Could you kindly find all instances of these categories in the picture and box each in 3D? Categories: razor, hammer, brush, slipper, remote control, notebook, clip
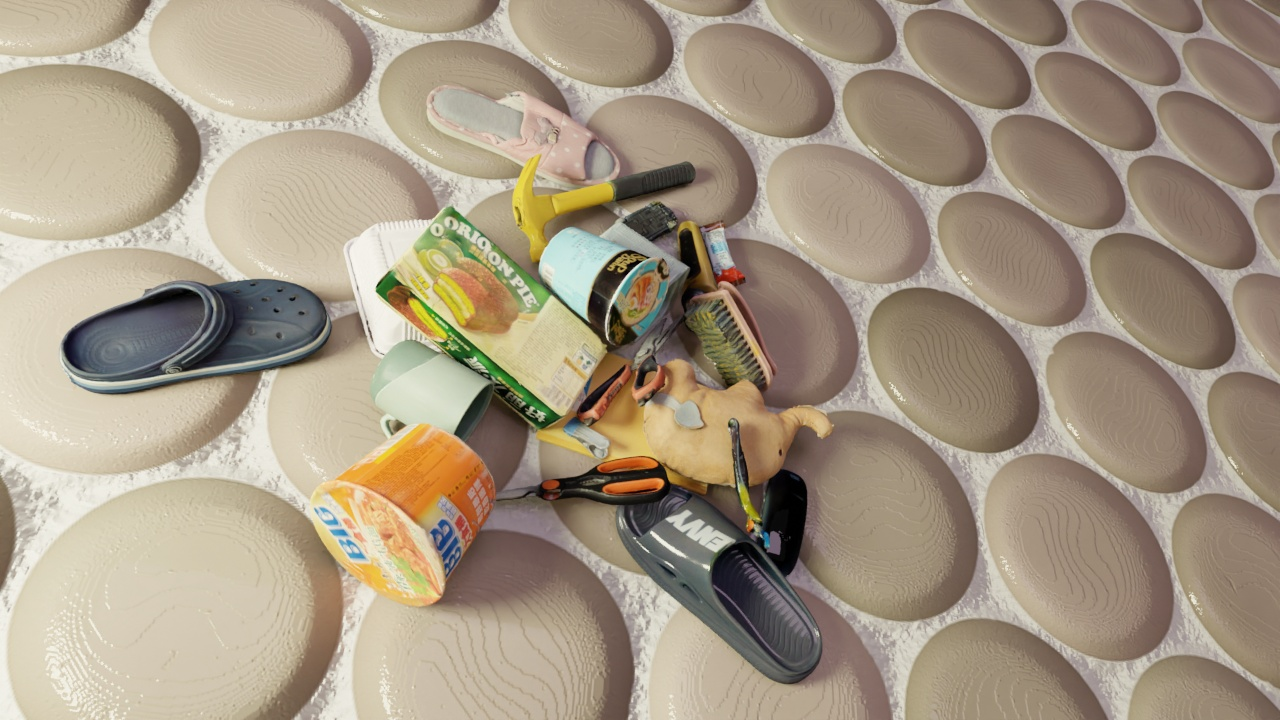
[{"bbox_3d":[0.112,0.132,0.983,0.022,0.043,0.142,-13,82,0],"label":"razor"},{"bbox_3d":[0.072,-0.115,1.194,0.067,0.062,0.167,31,40,-41],"label":"razor"},{"bbox_3d":[-0.042,-0.225,1.219,0.299,0.033,0.129,-22,99,-37],"label":"hammer"},{"bbox_3d":[0.119,-0.022,1.119,0.072,0.063,0.145,-45,111,-33],"label":"brush"},{"bbox_3d":[0.095,0.218,0.963,0.268,0.084,0.110,43,52,10],"label":"slipper"},{"bbox_3d":[-0.153,-0.310,1.239,0.274,0.055,0.114,21,53,-8],"label":"slipper"},{"bbox_3d":[0.165,0.181,1.049,0.053,0.024,0.136,22,53,-7],"label":"remote control"},{"bbox_3d":[-0.447,-0.040,0.927,0.252,0.095,0.105,-15,67,-24],"label":"slipper"},{"bbox_3d":[-0.007,0.063,1.072,0.206,0.010,0.145,19,54,-8],"label":"notebook"},{"bbox_3d":[-0.059,0.087,1.024,0.057,0.028,0.024,34,52,13],"label":"clip"}]

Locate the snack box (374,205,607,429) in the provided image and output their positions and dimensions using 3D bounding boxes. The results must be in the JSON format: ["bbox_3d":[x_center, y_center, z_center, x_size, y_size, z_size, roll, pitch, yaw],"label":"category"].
[{"bbox_3d":[-0.157,-0.044,0.996,0.240,0.063,0.114,41,52,-15],"label":"snack box"}]

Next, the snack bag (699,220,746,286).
[{"bbox_3d":[0.106,-0.142,1.240,0.048,0.026,0.104,-17,62,-3],"label":"snack bag"}]

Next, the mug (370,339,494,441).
[{"bbox_3d":[-0.228,0.045,0.963,0.106,0.082,0.111,29,87,5],"label":"mug"}]

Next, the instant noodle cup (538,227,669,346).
[{"bbox_3d":[-0.046,-0.092,1.035,0.120,0.111,0.111,32,50,25],"label":"instant noodle cup"}]

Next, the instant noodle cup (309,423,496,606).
[{"bbox_3d":[-0.215,0.139,0.866,0.151,0.152,0.111,34,44,4],"label":"instant noodle cup"}]

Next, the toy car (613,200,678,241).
[{"bbox_3d":[0.005,-0.177,1.223,0.105,0.031,0.049,-33,74,-36],"label":"toy car"}]

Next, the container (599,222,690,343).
[{"bbox_3d":[-0.015,-0.100,1.131,0.111,0.090,0.089,39,53,11],"label":"container"}]

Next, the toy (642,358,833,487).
[{"bbox_3d":[0.110,0.081,1.048,0.226,0.083,0.143,15,67,-15],"label":"toy"}]

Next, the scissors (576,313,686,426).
[{"bbox_3d":[0.004,0.005,1.058,0.197,0.214,0.015,-34,109,-7],"label":"scissors"}]

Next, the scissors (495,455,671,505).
[{"bbox_3d":[-0.084,0.132,0.982,0.235,0.022,0.124,2,24,8],"label":"scissors"}]

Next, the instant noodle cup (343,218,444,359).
[{"bbox_3d":[-0.256,-0.092,1.054,0.137,0.060,0.173,-10,60,-25],"label":"instant noodle cup"}]
